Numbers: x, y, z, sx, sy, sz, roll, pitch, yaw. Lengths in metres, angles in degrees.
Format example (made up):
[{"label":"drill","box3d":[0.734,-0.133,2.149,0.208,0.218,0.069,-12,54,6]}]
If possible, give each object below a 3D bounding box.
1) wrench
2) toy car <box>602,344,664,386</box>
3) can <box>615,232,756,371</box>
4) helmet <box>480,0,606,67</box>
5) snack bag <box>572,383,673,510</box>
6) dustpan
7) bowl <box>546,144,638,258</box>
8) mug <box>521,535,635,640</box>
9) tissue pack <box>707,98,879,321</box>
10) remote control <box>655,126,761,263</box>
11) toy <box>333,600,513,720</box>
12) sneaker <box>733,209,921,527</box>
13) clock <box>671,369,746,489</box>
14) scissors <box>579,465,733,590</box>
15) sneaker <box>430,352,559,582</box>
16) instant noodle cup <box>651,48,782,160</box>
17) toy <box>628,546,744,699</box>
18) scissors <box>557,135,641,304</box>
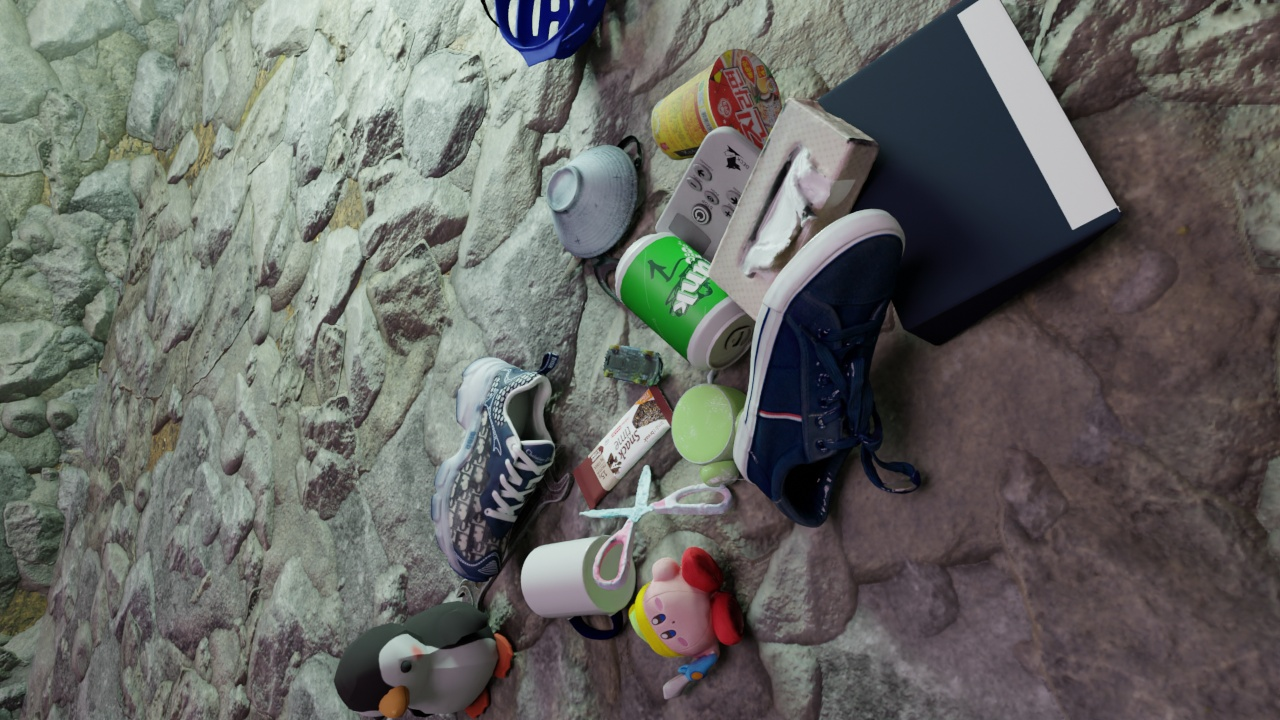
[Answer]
[{"label":"wrench","box3d":[-0.157,0.214,1.117,0.274,0.010,0.070,-56,49,20]},{"label":"toy car","box3d":[-0.006,0.006,1.000,0.090,0.027,0.038,11,86,46]},{"label":"can","box3d":[0.045,-0.059,0.907,0.140,0.087,0.088,43,112,29]},{"label":"helmet","box3d":[-0.135,-0.473,1.087,0.148,0.227,0.241,-10,75,33]},{"label":"snack bag","box3d":[-0.020,0.096,1.006,0.158,0.013,0.057,-48,54,27]},{"label":"dustpan","box3d":[0.229,-0.133,0.781,0.274,0.080,0.236,-30,61,30]},{"label":"bowl","box3d":[-0.071,-0.191,1.063,0.137,0.057,0.137,-10,75,41]},{"label":"mug","box3d":[-0.060,0.246,0.977,0.097,0.078,0.112,-18,97,41]},{"label":"tissue pack","box3d":[0.125,-0.123,0.789,0.104,0.071,0.182,51,126,40]},{"label":"remote control","box3d":[0.071,-0.158,0.907,0.074,0.019,0.151,41,138,7]},{"label":"toy","box3d":[-0.270,0.347,1.070,0.140,0.183,0.159,44,114,35]},{"label":"sneaker","box3d":[0.160,0.026,0.725,0.127,0.120,0.295,-124,32,-42]},{"label":"clock","box3d":[0.076,0.069,0.896,0.119,0.042,0.094,47,115,39]},{"label":"scissors","box3d":[0.011,0.157,0.907,0.177,0.013,0.170,-15,29,19]},{"label":"sneaker","box3d":[-0.154,0.120,1.064,0.133,0.103,0.269,-9,68,41]},{"label":"instant noodle cup","box3d":[0.070,-0.253,0.939,0.113,0.100,0.100,-3,79,53]},{"label":"toy","box3d":[0.037,0.251,0.888,0.132,0.096,0.124,-33,88,22]},{"label":"scissors","box3d":[-0.031,-0.160,1.070,0.202,0.015,0.206,36,107,40]}]
